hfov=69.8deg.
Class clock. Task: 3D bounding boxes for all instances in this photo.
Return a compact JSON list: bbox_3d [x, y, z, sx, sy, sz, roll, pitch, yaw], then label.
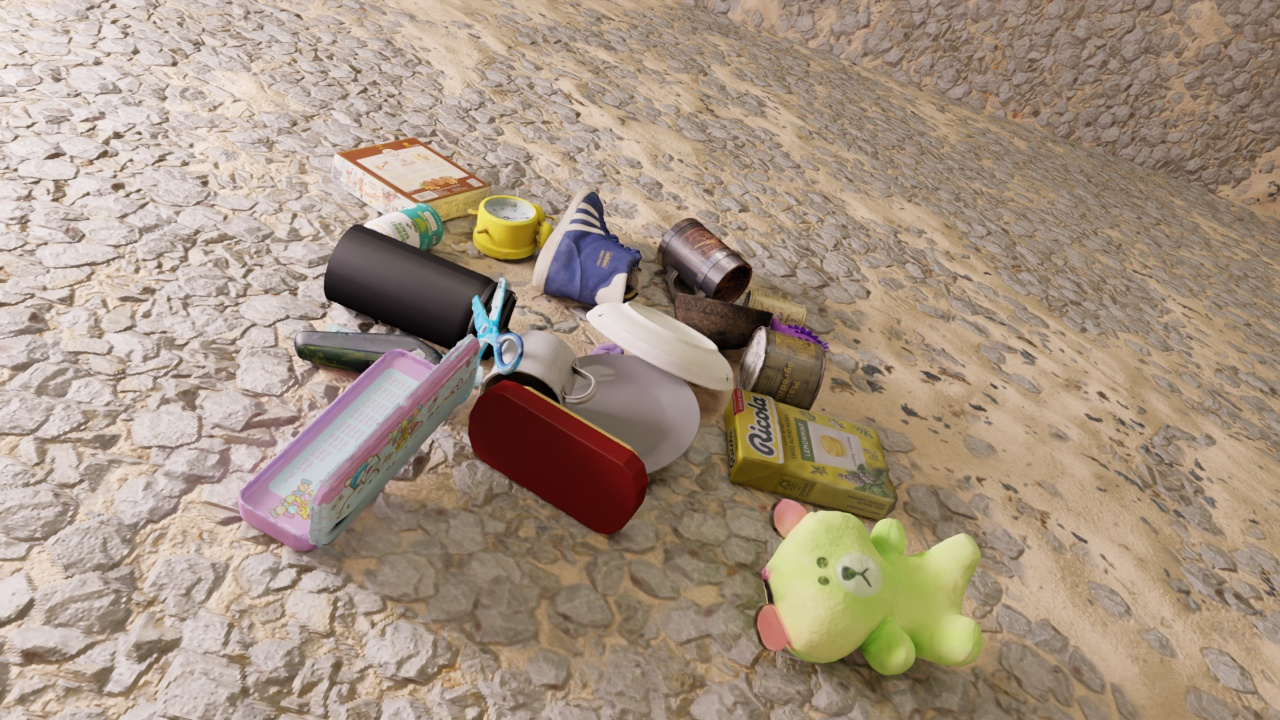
[{"bbox_3d":[-0.157,-0.168,1.166,0.118,0.057,0.083,-3,39,-23],"label":"clock"}]

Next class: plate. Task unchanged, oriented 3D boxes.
[{"bbox_3d":[0.028,-0.024,1.022,0.182,0.034,0.182,26,11,-6],"label":"plate"},{"bbox_3d":[-0.030,0.055,0.922,0.178,0.012,0.178,1,41,-1],"label":"plate"}]

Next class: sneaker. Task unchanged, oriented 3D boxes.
[{"bbox_3d":[-0.042,-0.142,1.161,0.118,0.092,0.232,18,33,4],"label":"sneaker"}]

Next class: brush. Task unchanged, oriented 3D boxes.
[{"bbox_3d":[-0.072,0.082,0.823,0.173,0.082,0.041,30,33,13],"label":"brush"}]

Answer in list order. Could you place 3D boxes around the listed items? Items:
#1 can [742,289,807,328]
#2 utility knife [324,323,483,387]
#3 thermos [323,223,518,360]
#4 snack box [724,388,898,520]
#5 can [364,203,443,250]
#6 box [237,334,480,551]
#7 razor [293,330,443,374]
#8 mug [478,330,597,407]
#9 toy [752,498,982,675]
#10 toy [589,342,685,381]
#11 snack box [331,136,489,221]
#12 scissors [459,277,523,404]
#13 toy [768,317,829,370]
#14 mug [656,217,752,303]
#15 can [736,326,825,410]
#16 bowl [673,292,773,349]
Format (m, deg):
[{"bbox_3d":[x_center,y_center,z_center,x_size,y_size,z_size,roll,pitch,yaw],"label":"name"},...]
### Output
[{"bbox_3d":[0.179,-0.067,1.227,0.079,0.038,0.038,17,33,-7],"label":"can"},{"bbox_3d":[-0.238,-0.006,0.924,0.167,0.015,0.022,17,63,-4],"label":"utility knife"},{"bbox_3d":[-0.216,-0.065,0.954,0.198,0.086,0.085,22,32,2],"label":"thermos"},{"bbox_3d":[0.182,0.099,0.978,0.181,0.045,0.121,16,33,-8],"label":"snack box"},{"bbox_3d":[-0.278,-0.146,1.067,0.055,0.055,0.101,30,33,13],"label":"can"},{"bbox_3d":[-0.224,0.048,0.743,0.090,0.091,0.213,27,44,8],"label":"box"},{"bbox_3d":[-0.255,0.003,0.872,0.151,0.054,0.067,12,46,-5],"label":"razor"},{"bbox_3d":[-0.091,0.021,0.878,0.113,0.084,0.070,-4,36,17],"label":"mug"},{"bbox_3d":[0.191,0.200,0.793,0.197,0.107,0.149,11,56,0],"label":"toy"},{"bbox_3d":[-0.006,0.006,1.018,0.099,0.037,0.080,-3,35,-31],"label":"toy"},{"bbox_3d":[-0.298,-0.233,1.197,0.147,0.041,0.142,33,34,17],"label":"snack box"},{"bbox_3d":[-0.136,-0.026,0.857,0.013,0.118,0.139,35,56,-37],"label":"scissors"},{"bbox_3d":[0.188,-0.018,1.144,0.088,0.056,0.105,18,31,-13],"label":"toy"},{"bbox_3d":[0.072,-0.119,1.223,0.115,0.080,0.107,-35,59,-20],"label":"mug"},{"bbox_3d":[0.160,0.014,1.049,0.074,0.090,0.089,17,33,-8],"label":"can"},{"bbox_3d":[0.096,-0.043,1.114,0.121,0.056,0.121,12,3,-1],"label":"bowl"}]
